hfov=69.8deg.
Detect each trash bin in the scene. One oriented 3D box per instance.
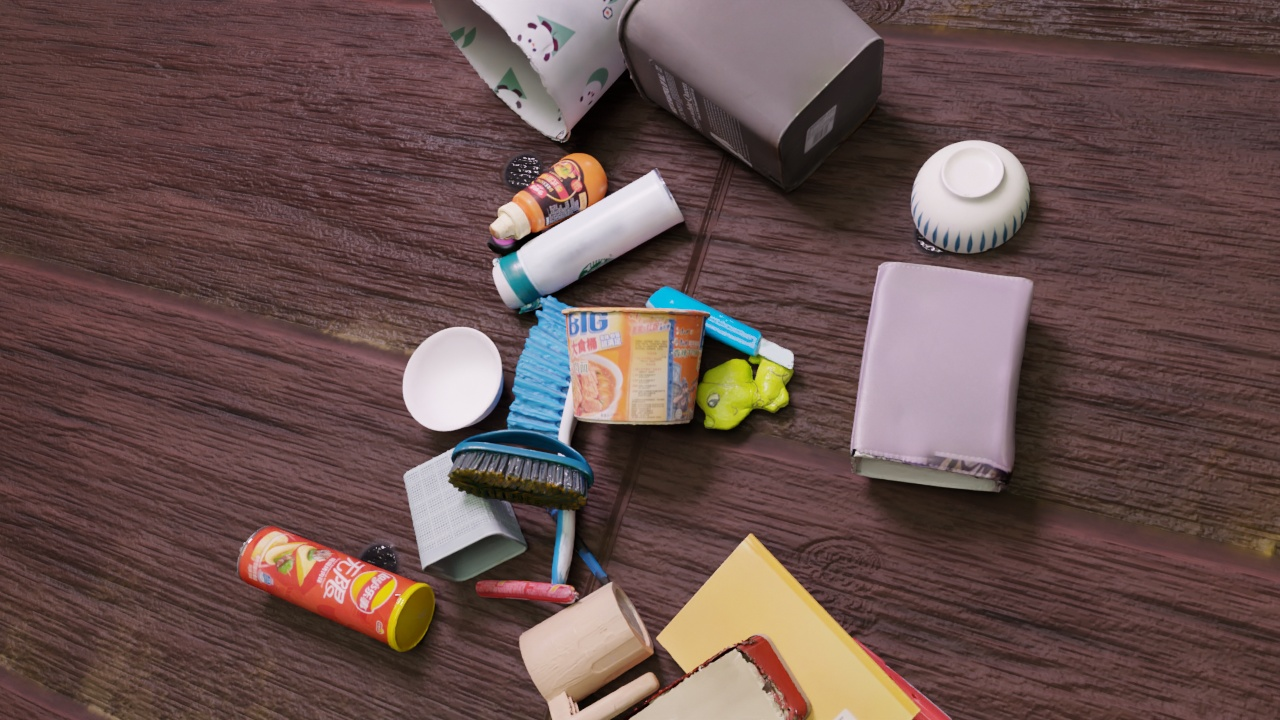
[{"bbox_3d":[-0.076,-0.425,1.067,0.251,0.230,0.229,-44,65,-8],"label":"trash bin"},{"bbox_3d":[0.125,-0.320,0.985,0.198,0.199,0.220,-44,72,0],"label":"trash bin"}]

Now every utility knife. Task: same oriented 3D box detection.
[{"bbox_3d":[0.085,-0.034,0.973,0.186,0.018,0.034,28,77,31],"label":"utility knife"}]

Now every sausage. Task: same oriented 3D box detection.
[{"bbox_3d":[-0.116,0.232,0.926,0.156,0.020,0.020,-9,67,40],"label":"sausage"}]

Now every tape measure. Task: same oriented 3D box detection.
[{"bbox_3d":[-0.145,-0.147,1.084,0.058,0.039,0.057,12,69,27],"label":"tape measure"}]

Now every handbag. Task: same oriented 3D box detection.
[{"bbox_3d":[0.282,0.016,0.863,0.145,0.098,0.196,7,73,21],"label":"handbag"}]

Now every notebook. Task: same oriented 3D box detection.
[{"bbox_3d":[0.125,0.280,0.825,0.206,0.010,0.146,45,107,23],"label":"notebook"}]

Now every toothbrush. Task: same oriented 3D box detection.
[{"bbox_3d":[-0.088,0.164,0.971,0.014,0.016,0.189,-38,66,-3],"label":"toothbrush"}]

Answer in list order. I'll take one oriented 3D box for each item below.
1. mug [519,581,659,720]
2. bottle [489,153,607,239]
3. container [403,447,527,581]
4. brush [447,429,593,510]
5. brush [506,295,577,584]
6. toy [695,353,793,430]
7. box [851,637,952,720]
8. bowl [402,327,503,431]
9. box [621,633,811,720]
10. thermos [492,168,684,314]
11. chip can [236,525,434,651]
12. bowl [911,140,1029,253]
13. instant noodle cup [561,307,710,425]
[{"bbox_3d":[-0.045,0.285,0.869,0.103,0.084,0.124,-32,39,2],"label":"mug"},{"bbox_3d":[-0.108,-0.180,1.045,0.149,0.067,0.067,-36,63,-24],"label":"bottle"},{"bbox_3d":[-0.188,0.159,0.965,0.090,0.090,0.111,-27,63,6],"label":"container"},{"bbox_3d":[-0.116,0.104,0.916,0.144,0.055,0.073,10,50,0],"label":"brush"},{"bbox_3d":[-0.093,0.082,0.974,0.109,0.060,0.314,12,72,8],"label":"brush"},{"bbox_3d":[0.105,0.029,0.950,0.100,0.031,0.096,6,66,17],"label":"toy"},{"bbox_3d":[0.181,0.297,0.833,0.201,0.047,0.087,36,88,25],"label":"box"},{"bbox_3d":[-0.196,0.029,1.024,0.118,0.065,0.118,-6,70,16],"label":"bowl"},{"bbox_3d":[0.057,0.322,0.809,0.169,0.077,0.091,-41,68,21],"label":"box"},{"bbox_3d":[-0.062,-0.131,1.039,0.224,0.073,0.073,-29,66,6],"label":"thermos"},{"bbox_3d":[-0.328,0.241,0.988,0.217,0.073,0.073,15,77,22],"label":"chip can"},{"bbox_3d":[0.334,-0.174,0.930,0.116,0.066,0.116,-5,70,15],"label":"bowl"},{"bbox_3d":[-0.005,0.005,0.928,0.151,0.151,0.111,2,90,17],"label":"instant noodle cup"}]
